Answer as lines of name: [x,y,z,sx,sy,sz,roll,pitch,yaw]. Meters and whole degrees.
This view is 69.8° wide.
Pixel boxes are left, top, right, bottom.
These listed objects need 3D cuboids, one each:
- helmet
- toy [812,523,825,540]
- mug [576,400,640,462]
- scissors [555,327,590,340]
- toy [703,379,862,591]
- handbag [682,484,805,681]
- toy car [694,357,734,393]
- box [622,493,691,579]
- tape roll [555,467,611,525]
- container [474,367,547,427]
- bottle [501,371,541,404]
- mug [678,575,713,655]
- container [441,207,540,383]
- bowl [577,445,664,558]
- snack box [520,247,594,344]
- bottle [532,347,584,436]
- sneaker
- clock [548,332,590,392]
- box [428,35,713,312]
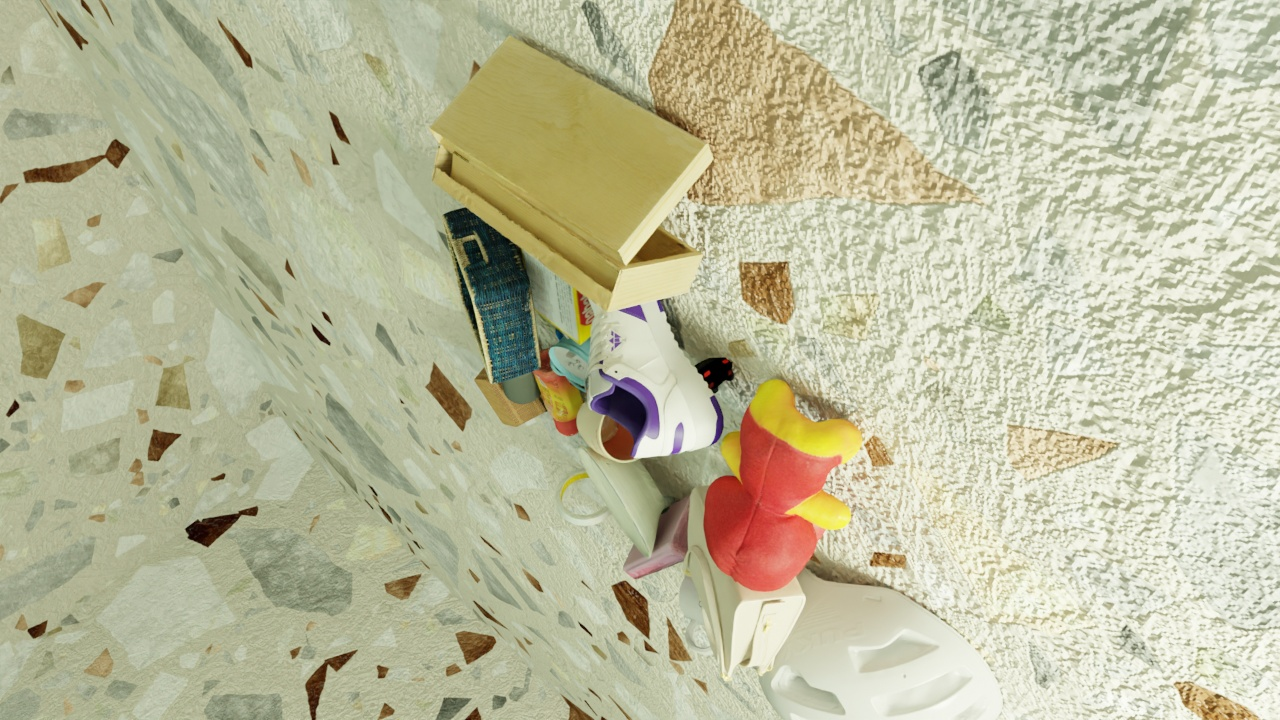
helmet: [0.270,0.361,1.064,0.283,0.183,0.224,-1,132,32]
toy: [0.154,0.141,0.996,0.092,0.062,0.133,-16,95,46]
mug: [-0.024,0.088,1.183,0.111,0.085,0.104,28,172,-25]
scissors: [-0.105,-0.058,1.173,0.109,0.018,0.131,-2,125,54]
toy: [0.128,0.135,0.913,0.147,0.098,0.217,37,122,35]
handbag: [0.105,0.275,1.076,0.194,0.101,0.198,-112,25,-50]
toy car: [0.066,0.022,0.985,0.036,0.042,0.092,54,154,6]
box: [0.054,0.259,1.275,0.080,0.099,0.233,29,153,-6]
tape roll: [-0.083,0.207,1.401,0.094,0.093,0.019,34,150,28]
container: [-0.200,0.047,1.404,0.063,0.061,0.114,5,130,55]
bottle: [-0.172,0.013,1.319,0.060,0.060,0.109,38,152,22]
mug: [0.106,0.351,1.276,0.083,0.119,0.096,44,159,-29]
container: [-0.180,-0.082,1.135,0.188,0.071,0.145,92,157,-57]
bowl: [-0.014,0.175,1.233,0.176,0.057,0.177,54,167,18]
snack box: [-0.093,-0.113,1.050,0.092,0.042,0.201,35,150,26]
bottle: [-0.111,0.047,1.283,0.071,0.048,0.134,29,147,38]
sneaker: [-0.020,0.000,0.959,0.244,0.111,0.092,59,154,22]
clock: [-0.079,0.010,1.176,0.087,0.041,0.123,29,153,14]
box: [-0.070,-0.164,0.848,0.248,0.141,0.180,35,141,26]
